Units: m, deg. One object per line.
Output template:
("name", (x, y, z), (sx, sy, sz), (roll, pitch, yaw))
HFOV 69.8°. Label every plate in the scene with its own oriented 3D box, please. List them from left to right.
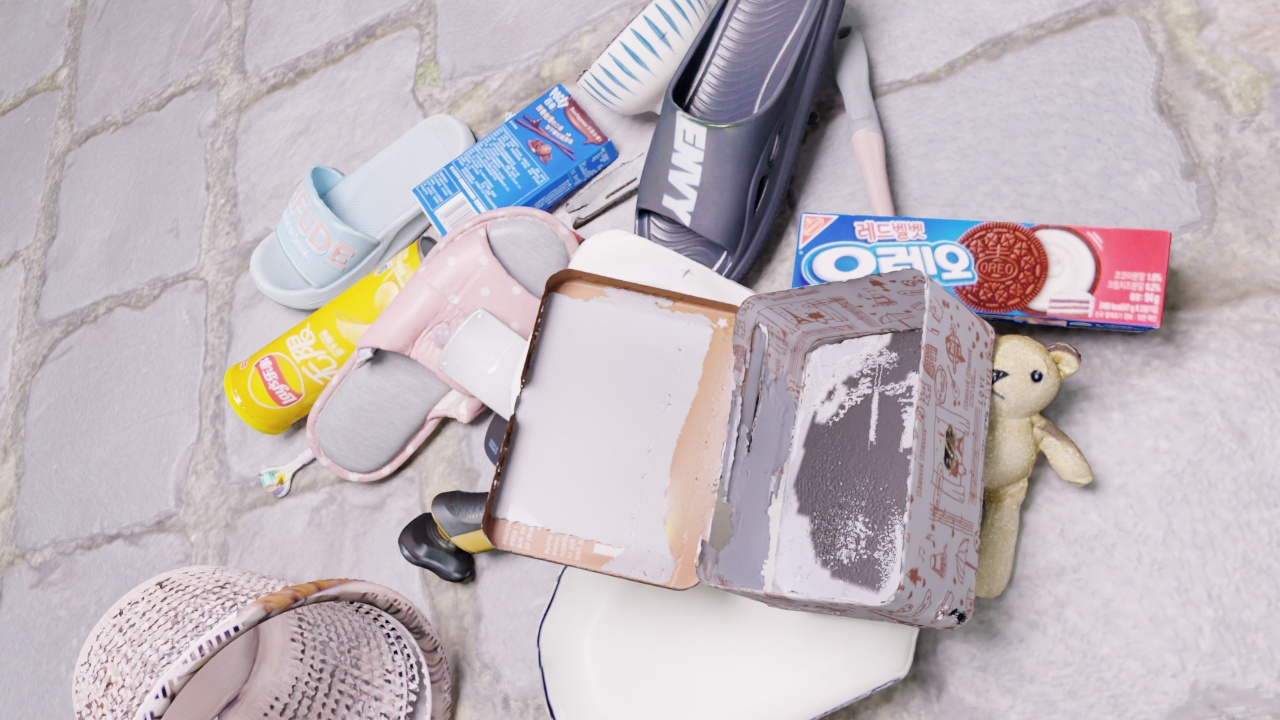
("plate", (-0.004, 0.004, 0.616), (0.164, 0.034, 0.163), (27, 93, 15))
("plate", (0.053, 0.158, 0.574), (0.266, 0.034, 0.162), (-32, 56, 15))

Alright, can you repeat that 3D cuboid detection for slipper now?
("slipper", (-0.252, -0.136, 0.813), (0.246, 0.074, 0.104), (-35, 61, 10))
("slipper", (-0.154, -0.007, 0.702), (0.275, 0.114, 0.054), (-43, 15, 10))
("slipper", (0.054, -0.174, 0.635), (0.111, 0.083, 0.268), (24, 95, 33))

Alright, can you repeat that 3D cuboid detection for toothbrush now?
("toothbrush", (-0.244, 0.055, 0.774), (0.190, 0.029, 0.020), (-35, 20, 10))

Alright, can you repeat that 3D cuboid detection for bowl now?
("bowl", (0.013, -0.233, 0.710), (0.116, 0.116, 0.066), (-45, 103, 6))

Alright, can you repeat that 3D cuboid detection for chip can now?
("chip can", (-0.244, -0.018, 0.769), (0.214, 0.072, 0.072), (-31, 61, 13))

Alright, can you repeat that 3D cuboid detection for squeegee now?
("squeegee", (0.159, -0.141, 0.634), (0.248, 0.040, 0.249), (-16, 65, 22))

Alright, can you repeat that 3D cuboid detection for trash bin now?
("trash bin", (-0.276, 0.236, 0.627), (0.192, 0.227, 0.227), (9, 76, 41))

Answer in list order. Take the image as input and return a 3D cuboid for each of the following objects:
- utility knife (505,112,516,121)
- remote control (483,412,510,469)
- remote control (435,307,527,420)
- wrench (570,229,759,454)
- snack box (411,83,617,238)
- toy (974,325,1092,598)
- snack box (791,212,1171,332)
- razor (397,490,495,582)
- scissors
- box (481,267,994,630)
("utility knife", (-0.115, -0.119, 0.773), (0.034, 0.018, 0.216), (-8, 67, 24))
("remote control", (-0.071, 0.026, 0.695), (0.136, 0.024, 0.053), (-48, 58, 3))
("remote control", (-0.080, 0.020, 0.665), (0.135, 0.019, 0.056), (36, 92, -1))
("wrench", (0.010, -0.026, 0.675), (0.273, 0.016, 0.056), (44, 106, 31))
("snack box", (-0.105, -0.154, 0.759), (0.157, 0.026, 0.084), (-36, 61, -2))
("toy", (0.199, 0.060, 0.527), (0.105, 0.066, 0.157), (17, 96, 36))
("snack box", (0.196, -0.053, 0.552), (0.208, 0.057, 0.058), (6, 92, 20))
("razor", (-0.091, 0.116, 0.662), (0.168, 0.062, 0.067), (-17, 96, 14))
("scissors", (0.035, -0.154, 0.702), (0.197, 0.015, 0.205), (31, 95, 33))
("box", (0.054, 0.044, 0.524), (0.274, 0.125, 0.178), (4, 71, 24))
